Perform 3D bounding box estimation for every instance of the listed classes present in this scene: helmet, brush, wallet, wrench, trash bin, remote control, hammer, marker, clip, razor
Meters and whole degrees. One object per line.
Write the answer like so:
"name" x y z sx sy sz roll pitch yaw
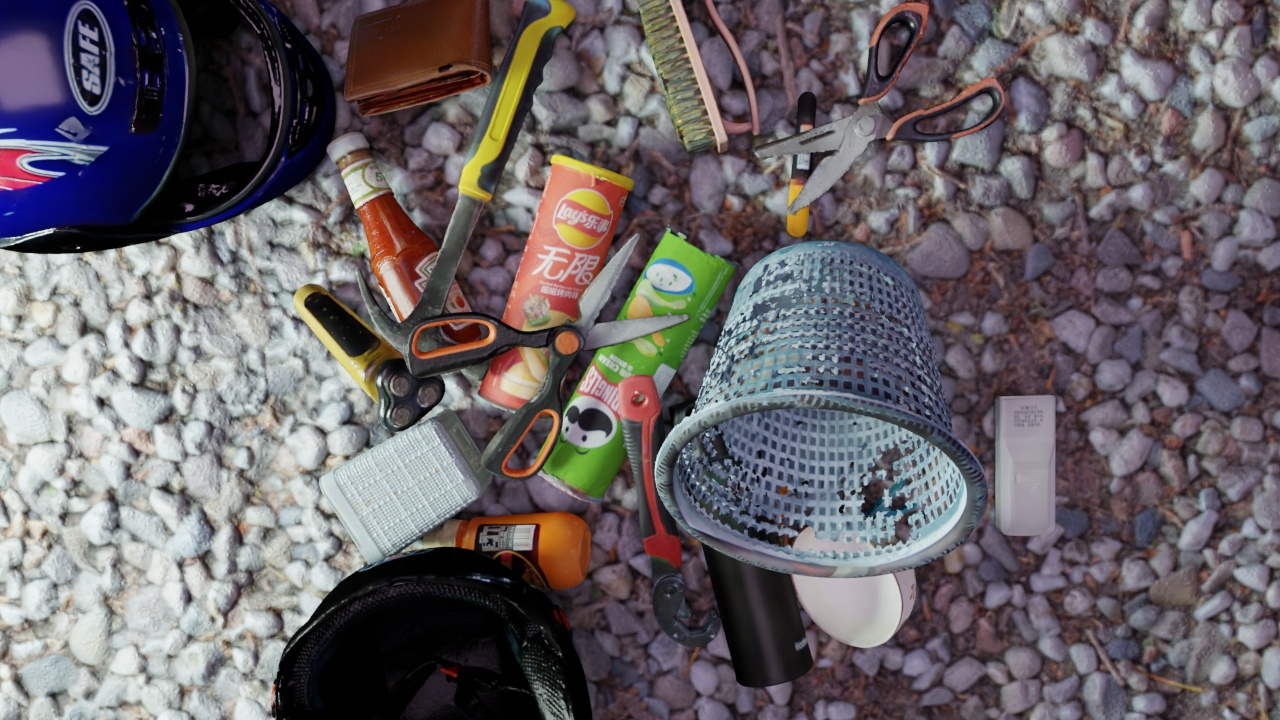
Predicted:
"helmet" -0.420 -0.205 0.692 0.315 0.240 0.247 -2 98 2
"helmet" -0.163 0.262 0.724 0.233 0.230 0.275 -13 108 -11
"brush" 0.048 -0.245 0.757 0.073 0.063 0.145 -18 93 8
"wallet" -0.181 -0.259 0.753 0.125 0.032 0.101 -11 63 11
"wrench" 0.019 0.136 0.783 0.056 0.016 0.274 -14 113 0
"trash bin" 0.138 0.026 0.696 0.227 0.194 0.227 8 140 7
"remote control" 0.336 0.091 0.799 0.049 0.024 0.125 -3 95 2
"hammer" -0.133 -0.155 0.754 0.126 0.032 0.323 21 84 -13
"marker" 0.138 -0.167 0.785 0.018 0.015 0.124 4 94 0
"clip" 0.219 0.132 0.814 0.055 0.013 0.038 -38 93 6
"razor" -0.236 -0.010 0.775 0.062 0.068 0.167 -42 65 -19

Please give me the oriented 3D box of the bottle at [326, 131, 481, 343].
"bottle" -0.205 -0.095 0.784 0.060 0.059 0.206 -26 94 5

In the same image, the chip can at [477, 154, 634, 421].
"chip can" -0.074 -0.061 0.776 0.073 0.073 0.217 20 97 0

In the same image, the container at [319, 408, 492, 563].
"container" -0.195 0.105 0.792 0.111 0.090 0.090 -31 94 2

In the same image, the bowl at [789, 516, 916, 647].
"bowl" 0.190 0.180 0.785 0.062 0.114 0.113 -19 97 -39

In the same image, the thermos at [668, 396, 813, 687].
"thermos" 0.076 0.150 0.775 0.069 0.089 0.242 -17 88 35

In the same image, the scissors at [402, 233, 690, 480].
"scissors" -0.076 -0.001 0.730 0.221 0.021 0.229 6 105 -10

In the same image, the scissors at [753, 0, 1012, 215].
"scissors" 0.205 -0.210 0.770 0.189 0.015 0.226 18 93 -2

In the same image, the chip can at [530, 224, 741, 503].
"chip can" -0.005 0.005 0.781 0.072 0.072 0.236 30 96 -1

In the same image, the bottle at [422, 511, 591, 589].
"bottle" -0.120 0.164 0.810 0.149 0.066 0.067 2 96 9

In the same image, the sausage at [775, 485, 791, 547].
"sausage" 0.122 0.164 0.817 0.021 0.021 0.165 1 96 2
